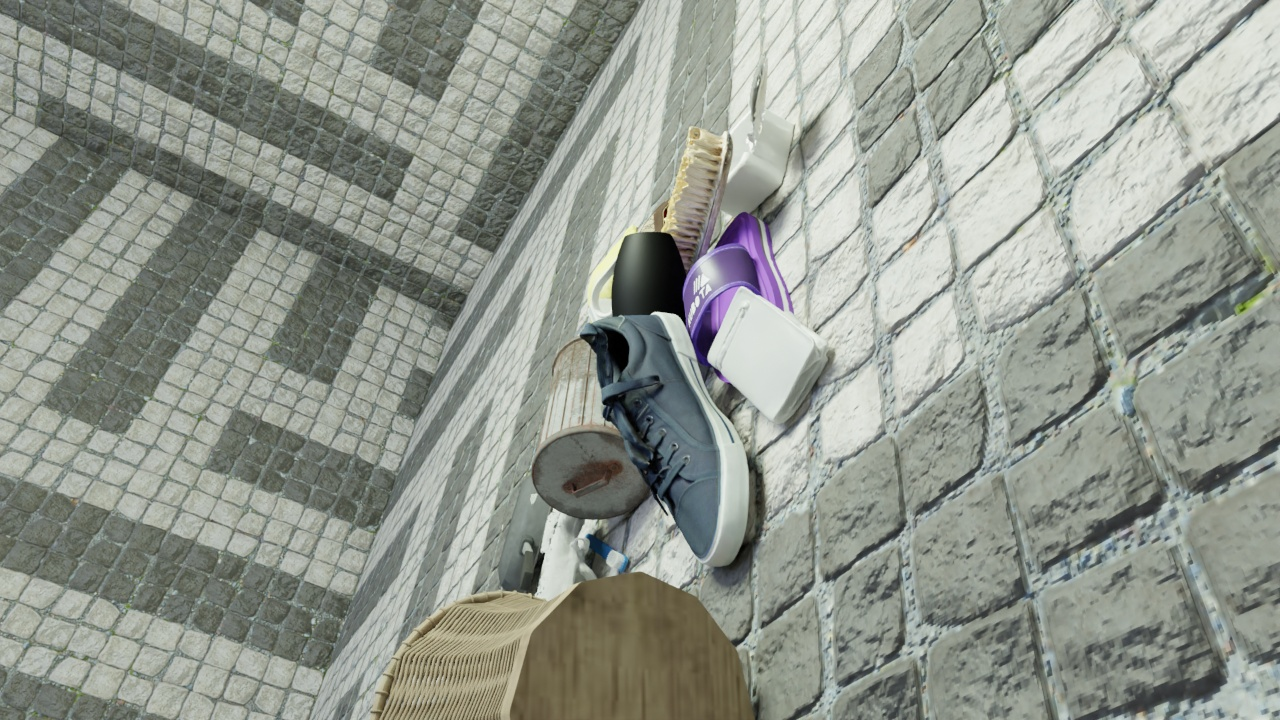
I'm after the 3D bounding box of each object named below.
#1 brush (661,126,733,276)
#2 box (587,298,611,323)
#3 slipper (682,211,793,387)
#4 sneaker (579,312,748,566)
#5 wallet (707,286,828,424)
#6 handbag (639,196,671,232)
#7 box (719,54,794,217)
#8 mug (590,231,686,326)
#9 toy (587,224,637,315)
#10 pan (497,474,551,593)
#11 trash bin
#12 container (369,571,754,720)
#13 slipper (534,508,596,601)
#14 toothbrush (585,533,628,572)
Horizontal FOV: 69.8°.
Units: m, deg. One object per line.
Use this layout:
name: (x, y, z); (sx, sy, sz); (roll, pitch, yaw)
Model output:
brush: (0.052, -0.143, 1.060); (0.083, 0.056, 0.272); (-79, 3, -47)
box: (-0.006, 0.006, 1.021); (0.033, 0.064, 0.209); (107, 151, -42)
slipper: (0.083, -0.077, 0.946); (0.107, 0.084, 0.265); (-54, 20, 32)
sneaker: (0.007, 0.057, 0.829); (0.294, 0.127, 0.121); (-112, 33, -44)
wallet: (0.110, -0.005, 0.803); (0.086, 0.032, 0.116); (-60, 41, 19)
handbag: (0.046, -0.186, 1.262); (0.139, 0.063, 0.166); (-52, 14, 22)
box: (0.136, -0.252, 1.052); (0.191, 0.083, 0.110); (111, 174, -59)
mug: (-0.004, -0.085, 1.006); (0.119, 0.084, 0.100); (-4, 87, 33)
toy: (-0.040, -0.136, 1.437); (0.155, 0.064, 0.170); (-62, 11, 15)
pan: (-0.145, 0.229, 1.145); (0.357, 0.041, 0.178); (-173, 99, -83)
trash bin: (-0.051, 0.075, 1.055); (0.131, 0.130, 0.210); (-55, 19, 30)
container: (-0.053, 0.265, 0.658); (0.197, 0.226, 0.226); (-33, 35, 48)
slipper: (-0.085, 0.249, 1.004); (0.246, 0.074, 0.112); (-86, 19, -52)
toothbrush: (-0.044, 0.213, 1.037); (0.016, 0.014, 0.167); (-67, 16, -8)
